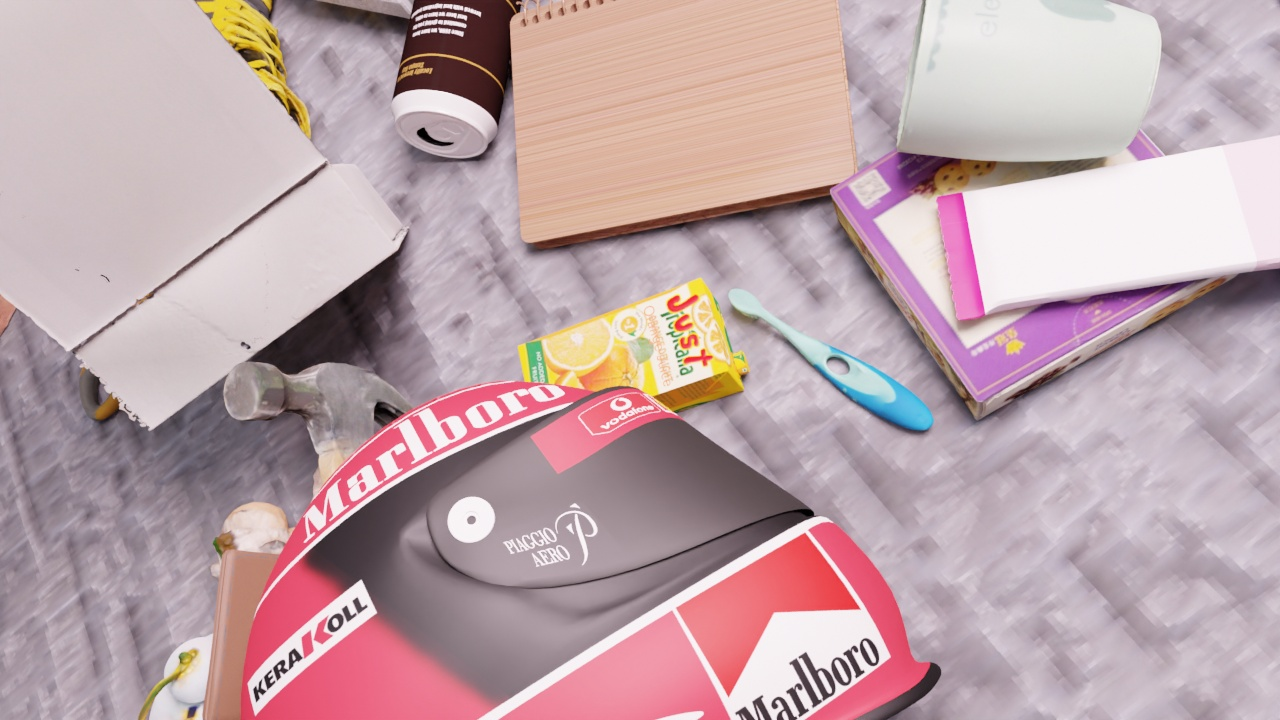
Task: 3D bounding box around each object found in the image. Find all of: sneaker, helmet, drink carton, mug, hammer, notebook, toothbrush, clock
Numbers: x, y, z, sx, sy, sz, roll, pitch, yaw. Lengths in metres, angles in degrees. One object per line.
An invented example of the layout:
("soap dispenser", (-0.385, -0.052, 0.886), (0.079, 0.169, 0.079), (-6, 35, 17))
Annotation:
("sneaker", (-0.300, -0.221, 0.684), (0.122, 0.086, 0.238), (9, 73, 18))
("helmet", (-0.041, 0.117, 0.415), (0.270, 0.198, 0.224), (-30, 69, -12))
("drink carton", (-0.003, 0.003, 0.529), (0.123, 0.041, 0.058), (-19, 68, 12))
("mug", (0.186, -0.147, 0.448), (0.104, 0.084, 0.111), (9, 47, 11))
("hammer", (-0.142, 0.163, 0.501), (0.033, 0.132, 0.330), (-17, 78, 26))
("notebook", (0.019, -0.169, 0.567), (0.211, 0.022, 0.169), (-8, 80, 21))
("toothbrush", (0.103, -0.001, 0.509), (0.135, 0.017, 0.022), (36, 87, 23))
("clock", (-0.233, 0.194, 0.509), (0.057, 0.117, 0.083), (14, 78, 16))

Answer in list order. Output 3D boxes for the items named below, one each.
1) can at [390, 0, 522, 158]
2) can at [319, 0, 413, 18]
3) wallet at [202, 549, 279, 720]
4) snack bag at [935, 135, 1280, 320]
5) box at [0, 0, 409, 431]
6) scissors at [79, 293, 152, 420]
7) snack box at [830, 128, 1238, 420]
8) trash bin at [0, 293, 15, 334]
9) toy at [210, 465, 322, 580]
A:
("can", (-0.124, -0.210, 0.624), (0.072, 0.072, 0.128), (2, 74, 20))
("can", (-0.205, -0.302, 0.679), (0.136, 0.078, 0.078), (19, 80, 24))
("wallet", (-0.178, 0.151, 0.502), (0.013, 0.121, 0.087), (-11, 69, 31))
("snack bag", (0.245, -0.065, 0.429), (0.197, 0.016, 0.070), (-9, 68, 15))
("box", (-0.249, -0.087, 0.436), (0.167, 0.413, 0.149), (-37, 69, -3))
("scissors", (-0.404, -0.069, 0.710), (0.226, 0.016, 0.225), (12, 77, 22))
("snack box", (0.199, -0.067, 0.479), (0.143, 0.040, 0.148), (-31, 66, 8))
("trash bin", (-0.609, -0.079, 0.680), (0.151, 0.210, 0.151), (-6, 71, 17))
("toy", (-0.215, 0.109, 0.540), (0.085, 0.105, 0.074), (-33, 86, 15))
